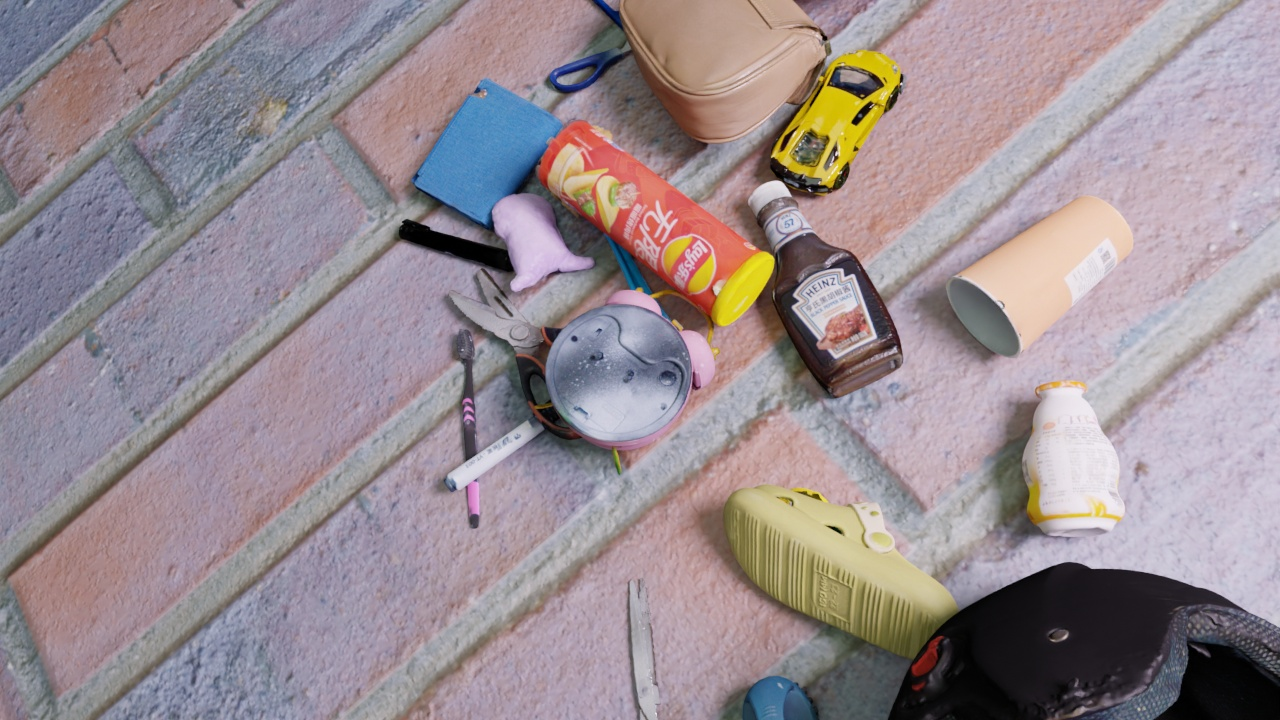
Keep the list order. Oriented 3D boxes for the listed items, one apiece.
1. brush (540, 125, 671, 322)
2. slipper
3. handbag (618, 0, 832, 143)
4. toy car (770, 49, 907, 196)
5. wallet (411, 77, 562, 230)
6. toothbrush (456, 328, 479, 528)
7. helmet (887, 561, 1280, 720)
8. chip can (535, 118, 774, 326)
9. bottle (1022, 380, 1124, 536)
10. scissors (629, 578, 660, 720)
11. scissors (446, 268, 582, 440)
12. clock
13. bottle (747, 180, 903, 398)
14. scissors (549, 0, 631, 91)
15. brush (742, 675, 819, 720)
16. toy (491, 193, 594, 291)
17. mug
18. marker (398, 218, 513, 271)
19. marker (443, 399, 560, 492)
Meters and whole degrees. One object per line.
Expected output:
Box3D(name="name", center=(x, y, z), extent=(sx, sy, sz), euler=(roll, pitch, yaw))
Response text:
Box3D(name="brush", center=(-0.022, -0.112, 0.843), extent=(0.083, 0.046, 0.254), euler=(-26, 70, 2))
Box3D(name="slipper", center=(0.152, 0.147, 0.681), extent=(0.191, 0.092, 0.081), euler=(25, 42, 31))
Box3D(name="handbag", center=(0.072, -0.286, 0.832), extent=(0.148, 0.100, 0.204), euler=(-27, 54, 3))
Box3D(name="toy car", center=(0.174, -0.216, 0.815), extent=(0.071, 0.041, 0.155), euler=(32, 82, 24))
Box3D(name="wallet", center=(-0.155, -0.206, 0.913), extent=(0.106, 0.040, 0.133), euler=(31, 82, 15))
Box3D(name="toothbrush", center=(-0.156, 0.058, 0.832), extent=(0.014, 0.018, 0.189), euler=(-11, 70, 12))
Box3D(name="helmet", center=(0.257, 0.243, 0.528), extent=(0.275, 0.230, 0.233), euler=(-32, 90, 8))
Box3D(name="chip can", center=(0.010, -0.119, 0.778), extent=(0.216, 0.073, 0.073), euler=(40, 86, 20))
Box3D(name="bottle", center=(0.308, 0.070, 0.660), extent=(0.063, 0.063, 0.108), euler=(-3, 71, 16))
Box3D(name="scissors", center=(0.014, 0.260, 0.714), extent=(0.137, 0.014, 0.174), euler=(23, 77, 24))
Box3D(name="scissors", center=(-0.088, -0.016, 0.829), extent=(0.216, 0.015, 0.195), euler=(-4, 59, 9))
Box3D(name="clock", center=(-0.005, 0.004, 0.756), extent=(0.117, 0.060, 0.158), euler=(37, 75, 15))
Box3D(name="bottle", center=(0.146, -0.067, 0.770), extent=(0.080, 0.044, 0.194), euler=(-27, 65, 9))
Box3D(name="scissors", center=(-0.017, -0.319, 0.925), extent=(0.162, 0.012, 0.173), euler=(-37, 67, -1))
Box3D(name="brush", center=(0.107, 0.294, 0.638), extent=(0.055, 0.073, 0.143), euler=(-20, 67, 14))
Box3D(name="toy", center=(-0.099, -0.118, 0.863), extent=(0.083, 0.039, 0.108), euler=(-17, 59, -19))
Box3D(name="mug", center=(0.310, -0.068, 0.705), extent=(0.122, 0.078, 0.078), euler=(-37, 65, -3))
Box3D(name="marker", center=(-0.180, -0.113, 0.897), extent=(0.132, 0.020, 0.022), euler=(18, 120, 22))
Box3D(name="marker", center=(-0.117, 0.072, 0.809), extent=(0.130, 0.018, 0.022), euler=(-34, 56, -3))
